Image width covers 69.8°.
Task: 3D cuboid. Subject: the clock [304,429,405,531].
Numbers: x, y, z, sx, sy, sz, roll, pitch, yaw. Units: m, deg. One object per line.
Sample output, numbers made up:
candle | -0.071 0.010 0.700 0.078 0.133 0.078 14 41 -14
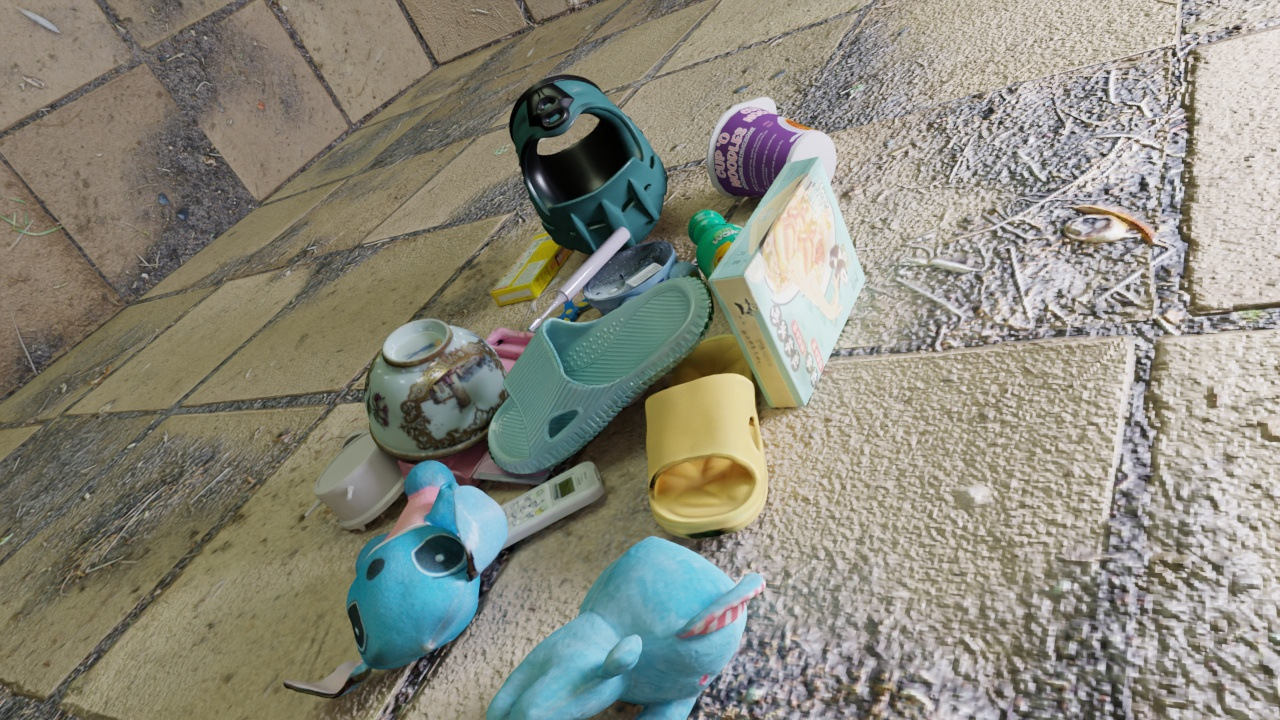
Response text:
clock | -0.289 0.113 1.000 0.120 0.061 0.158 -23 28 34

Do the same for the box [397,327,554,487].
box | -0.131 0.051 0.989 0.179 0.040 0.231 6 41 23

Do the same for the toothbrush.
toothbrush | -0.071 -0.094 1.061 0.019 0.018 0.187 -7 35 50

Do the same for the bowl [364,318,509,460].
bowl | -0.217 0.015 0.949 0.160 0.094 0.159 -7 39 5

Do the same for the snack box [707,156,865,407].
snack box | 0.138 -0.073 0.828 0.044 0.141 0.193 -5 37 37

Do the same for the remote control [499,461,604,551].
remote control | -0.094 0.138 0.827 0.133 0.022 0.050 -28 28 3

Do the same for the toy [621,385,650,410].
toy | -0.005 0.005 0.909 0.133 0.062 0.092 -26 30 30

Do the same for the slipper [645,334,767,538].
slipper | 0.051 0.045 0.787 0.100 0.078 0.262 -19 28 20

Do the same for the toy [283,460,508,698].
toy | -0.202 0.185 0.779 0.224 0.099 0.191 -48 25 5

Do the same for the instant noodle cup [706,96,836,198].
instant noodle cup | 0.171 -0.254 1.127 0.122 0.121 0.137 28 88 47

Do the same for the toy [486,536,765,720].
toy | -0.007 0.191 0.579 0.180 0.115 0.184 -29 0 -39

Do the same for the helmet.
helmet | -0.061 -0.232 1.175 0.176 0.200 0.274 -30 -11 5

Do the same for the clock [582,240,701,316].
clock | 0.003 -0.081 1.051 0.118 0.060 0.162 -36 29 -12

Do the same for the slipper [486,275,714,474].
slipper | -0.052 0.009 0.848 0.277 0.069 0.115 -37 47 19

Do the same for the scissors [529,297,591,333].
scissors | -0.085 -0.056 1.145 0.125 0.013 0.126 -25 26 5

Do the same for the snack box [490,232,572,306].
snack box | -0.149 -0.137 1.316 0.075 0.025 0.151 -9 35 33

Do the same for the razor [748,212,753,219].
razor | 0.148 -0.143 1.059 0.044 0.021 0.144 -43 27 14

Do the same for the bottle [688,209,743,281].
bottle | 0.096 -0.116 1.014 0.068 0.068 0.209 -28 28 3
